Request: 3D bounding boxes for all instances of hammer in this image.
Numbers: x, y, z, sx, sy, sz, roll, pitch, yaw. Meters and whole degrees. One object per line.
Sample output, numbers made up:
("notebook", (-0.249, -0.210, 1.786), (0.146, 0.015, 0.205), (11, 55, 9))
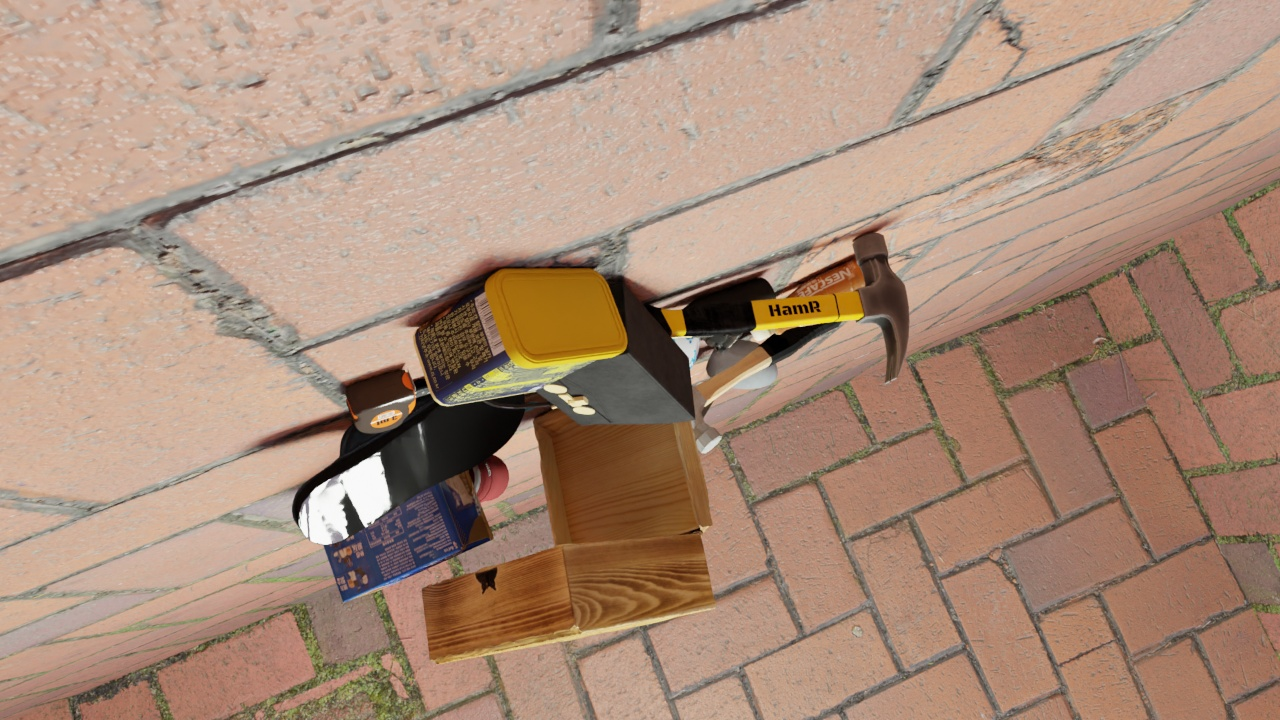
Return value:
("hammer", (0.147, -0.046, 0.989), (0.324, 0.169, 0.034), (-6, 165, -18))
("hammer", (0.163, 0.001, 1.292), (0.327, 0.131, 0.039), (-30, 161, -28))

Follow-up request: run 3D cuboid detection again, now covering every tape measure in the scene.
("tape measure", (-0.232, 0.035, 0.820), (0.058, 0.038, 0.059), (-20, 156, -19))

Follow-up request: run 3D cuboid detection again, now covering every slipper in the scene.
("slipper", (-0.246, 0.082, 0.953), (0.264, 0.083, 0.109), (-32, 137, -27))

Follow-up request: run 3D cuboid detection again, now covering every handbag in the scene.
("handbag", (-0.070, 0.017, 0.900), (0.196, 0.072, 0.176), (-14, 153, 18))

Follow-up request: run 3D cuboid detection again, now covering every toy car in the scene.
("toy car", (0.101, -0.043, 1.111), (0.040, 0.048, 0.113), (-53, 180, -18))

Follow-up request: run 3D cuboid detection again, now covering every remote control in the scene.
("remote control", (-0.210, 0.026, 0.882), (0.124, 0.011, 0.028), (-18, 169, -27))

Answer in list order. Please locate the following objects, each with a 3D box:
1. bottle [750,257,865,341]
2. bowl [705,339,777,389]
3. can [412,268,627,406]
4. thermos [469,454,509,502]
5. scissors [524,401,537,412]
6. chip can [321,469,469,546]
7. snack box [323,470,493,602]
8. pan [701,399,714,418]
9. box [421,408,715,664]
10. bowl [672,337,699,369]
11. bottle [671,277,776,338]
("bottle", (0.217, -0.072, 1.164), (0.167, 0.059, 0.059), (-25, 170, 13))
("bowl", (0.151, -0.001, 1.352), (0.106, 0.039, 0.106), (1, -151, -1))
("can", (-0.095, -0.018, 0.730), (0.105, 0.075, 0.135), (-26, 170, 34))
("thermos", (-0.263, 0.183, 1.368), (0.108, 0.084, 0.198), (-42, 172, -1))
("scissors", (-0.175, 0.075, 1.238), (0.095, 0.015, 0.142), (-21, 176, -9))
("chip can", (-0.336, 0.175, 1.223), (0.233, 0.073, 0.073), (-27, 169, 20))
("snack box", (-0.296, 0.184, 1.111), (0.203, 0.155, 0.069), (-28, 170, 26))
("pan", (0.016, 0.162, 1.342), (0.353, 0.024, 0.217), (-55, 180, -17))
("box", (-0.089, 0.182, 1.161), (0.285, 0.336, 0.280), (9, 153, -45))
("bowl", (0.013, 0.006, 1.085), (0.144, 0.074, 0.144), (-22, 170, -4))
("bottle", (0.061, -0.044, 1.009), (0.184, 0.045, 0.045), (-19, 170, -18))
